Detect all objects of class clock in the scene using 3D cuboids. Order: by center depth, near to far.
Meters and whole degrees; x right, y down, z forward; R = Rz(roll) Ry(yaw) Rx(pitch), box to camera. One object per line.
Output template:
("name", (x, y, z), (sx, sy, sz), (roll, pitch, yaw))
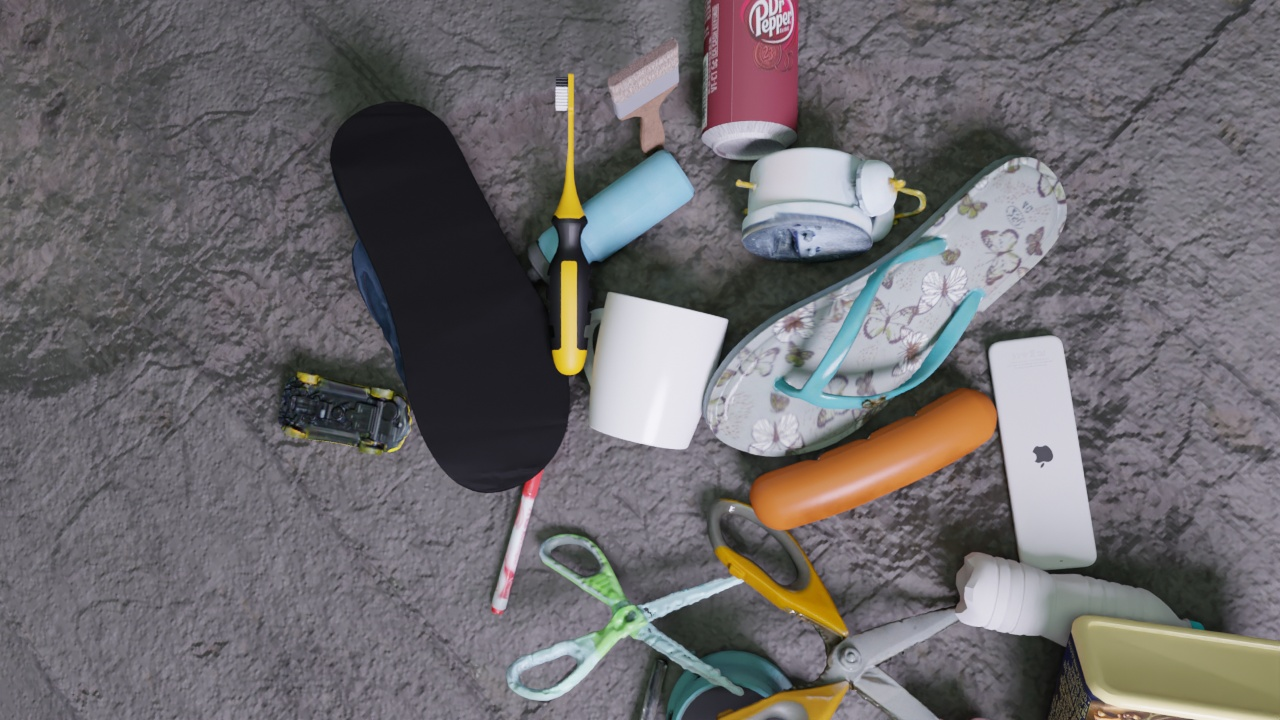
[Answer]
("clock", (0.071, 0.241, 0.577), (0.124, 0.053, 0.090), (31, 91, 9))
("clock", (0.121, -0.096, 0.587), (0.118, 0.083, 0.057), (2, 78, 12))

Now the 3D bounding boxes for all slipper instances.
("slipper", (0.163, -0.021, 0.571), (0.269, 0.054, 0.098), (-36, 115, 0))
("slipper", (-0.132, -0.040, 0.635), (0.108, 0.084, 0.265), (-24, 93, -17))

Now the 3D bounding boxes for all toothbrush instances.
("toothbrush", (-0.047, -0.089, 0.603), (0.031, 0.031, 0.196), (0, 91, -3))

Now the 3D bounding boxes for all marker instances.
("marker", (-0.082, 0.107, 0.641), (0.013, 0.013, 0.142), (14, 87, 12))

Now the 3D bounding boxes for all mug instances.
("mug", (-0.004, 0.004, 0.610), (0.114, 0.080, 0.087), (16, 94, 43))

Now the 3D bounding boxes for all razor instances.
("razor", (0.000, 0.250, 0.607), (0.042, 0.026, 0.106), (14, 83, 14))

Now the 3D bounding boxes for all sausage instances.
("sausage", (0.148, 0.064, 0.580), (0.164, 0.044, 0.039), (-24, 121, 3))

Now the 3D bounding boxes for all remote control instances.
("remote control", (0.254, 0.058, 0.582), (0.045, 0.008, 0.146), (-7, 83, 10))

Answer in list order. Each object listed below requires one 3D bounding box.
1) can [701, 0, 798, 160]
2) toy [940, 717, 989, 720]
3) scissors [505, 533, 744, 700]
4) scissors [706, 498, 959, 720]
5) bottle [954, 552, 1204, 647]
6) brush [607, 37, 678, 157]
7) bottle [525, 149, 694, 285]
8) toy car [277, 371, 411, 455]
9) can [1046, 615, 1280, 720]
("can", (0.074, -0.197, 0.615), (0.063, 0.063, 0.114), (0, 84, 11))
("toy", (0.191, 0.262, 0.553), (0.102, 0.050, 0.093), (-6, 86, 14))
("scissors", (-0.010, 0.171, 0.587), (0.171, 0.024, 0.165), (28, 55, 33))
("scissors", (0.101, 0.182, 0.551), (0.225, 0.016, 0.229), (40, 57, 23))
("bottle", (0.263, 0.151, 0.553), (0.136, 0.044, 0.044), (11, 86, 11))
("brush", (0.005, -0.155, 0.583), (0.045, 0.143, 0.008), (-32, 81, -3))
("bottle", (-0.026, -0.094, 0.635), (0.130, 0.040, 0.040), (-34, 79, 6))
("toy car", (-0.213, 0.039, 0.663), (0.107, 0.030, 0.049), (11, 85, 14))
("can", (0.299, 0.208, 0.504), (0.135, 0.075, 0.104), (6, 116, 11))
